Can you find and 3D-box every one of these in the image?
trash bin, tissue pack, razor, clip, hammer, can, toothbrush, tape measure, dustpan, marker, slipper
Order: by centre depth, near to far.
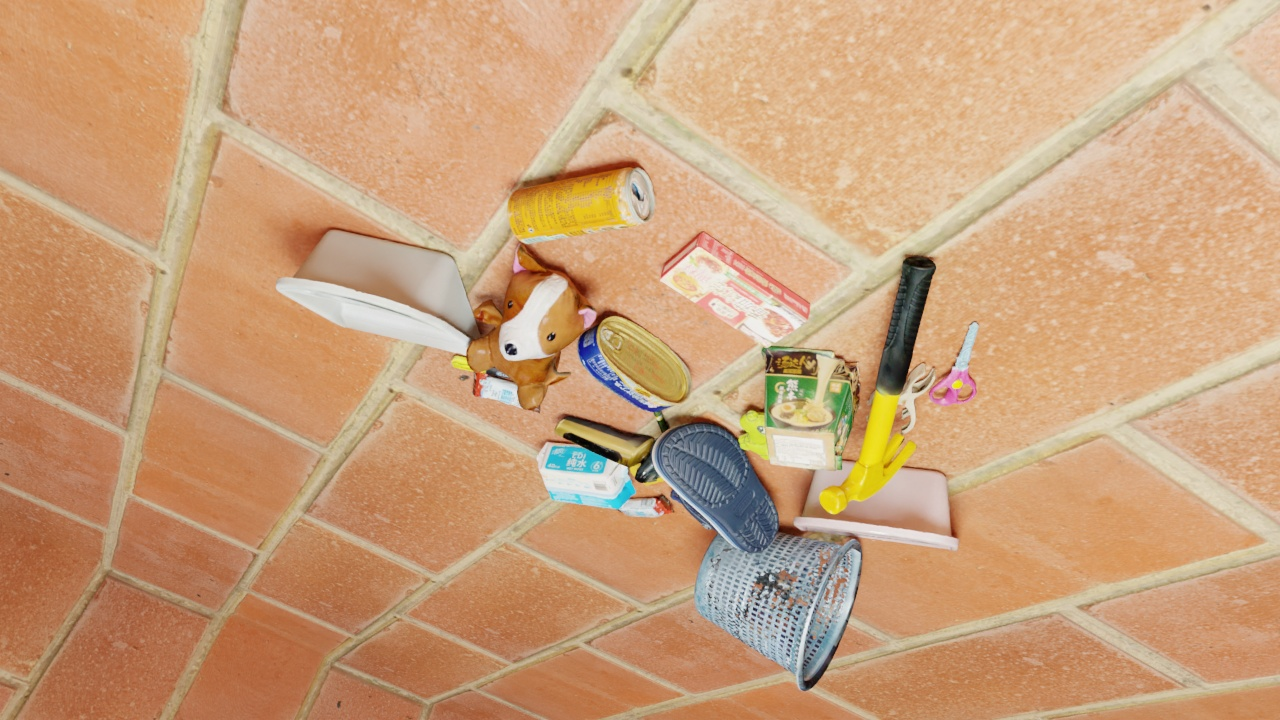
[{"bbox_3d":[-0.062,-0.156,0.930,0.146,0.058,0.058,-5,139,28],"label":"can"},{"bbox_3d":[0.265,0.029,0.977,0.033,0.128,0.301,37,136,39],"label":"hammer"},{"bbox_3d":[0.293,0.041,1.061,0.094,0.034,0.102,6,138,13],"label":"clip"},{"bbox_3d":[-0.007,0.006,1.109,0.148,0.074,0.049,35,144,-24],"label":"can"},{"bbox_3d":[-0.318,-0.050,1.111,0.223,0.142,0.258,13,143,7],"label":"dustpan"},{"bbox_3d":[0.308,0.234,1.220,0.223,0.138,0.274,3,141,19],"label":"dustpan"},{"bbox_3d":[-0.197,0.015,1.249,0.124,0.015,0.018,13,140,4],"label":"marker"},{"bbox_3d":[0.101,0.170,1.266,0.095,0.105,0.253,7,146,53],"label":"slipper"},{"bbox_3d":[0.046,0.119,1.286,0.017,0.012,0.186,-3,139,18],"label":"toothbrush"},{"bbox_3d":[-0.041,0.122,1.288,0.167,0.067,0.062,21,144,6],"label":"razor"},{"bbox_3d":[0.013,0.160,1.339,0.060,0.028,0.057,-22,128,41],"label":"tape measure"},{"bbox_3d":[0.196,0.341,1.360,0.195,0.226,0.227,17,147,28],"label":"trash bin"},{"bbox_3d":[-0.081,0.168,1.361,0.140,0.063,0.090,4,140,16],"label":"tissue pack"}]

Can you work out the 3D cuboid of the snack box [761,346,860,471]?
[{"bbox_3d":[0.191,0.062,1.071,0.118,0.105,0.118,5,141,18],"label":"snack box"}]

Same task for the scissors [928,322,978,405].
[{"bbox_3d":[0.352,0.005,1.005,0.054,0.017,0.133,-2,138,2],"label":"scissors"}]

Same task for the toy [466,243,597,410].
[{"bbox_3d":[-0.131,-0.034,1.078,0.140,0.130,0.200,36,133,-3],"label":"toy"}]

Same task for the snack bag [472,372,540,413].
[{"bbox_3d":[-0.186,0.042,1.269,0.104,0.026,0.048,12,121,5],"label":"snack bag"}]

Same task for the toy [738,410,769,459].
[{"bbox_3d":[0.165,0.096,1.189,0.096,0.031,0.100,24,147,-16],"label":"toy"}]

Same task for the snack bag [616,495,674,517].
[{"bbox_3d":[0.001,0.231,1.439,0.105,0.026,0.045,-7,146,31],"label":"snack bag"}]

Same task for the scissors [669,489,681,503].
[{"bbox_3d":[0.121,0.219,1.378,0.155,0.012,0.166,-3,145,27],"label":"scissors"}]

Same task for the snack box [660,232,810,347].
[{"bbox_3d":[0.103,-0.074,0.996,0.153,0.025,0.075,31,142,-18],"label":"snack box"}]
